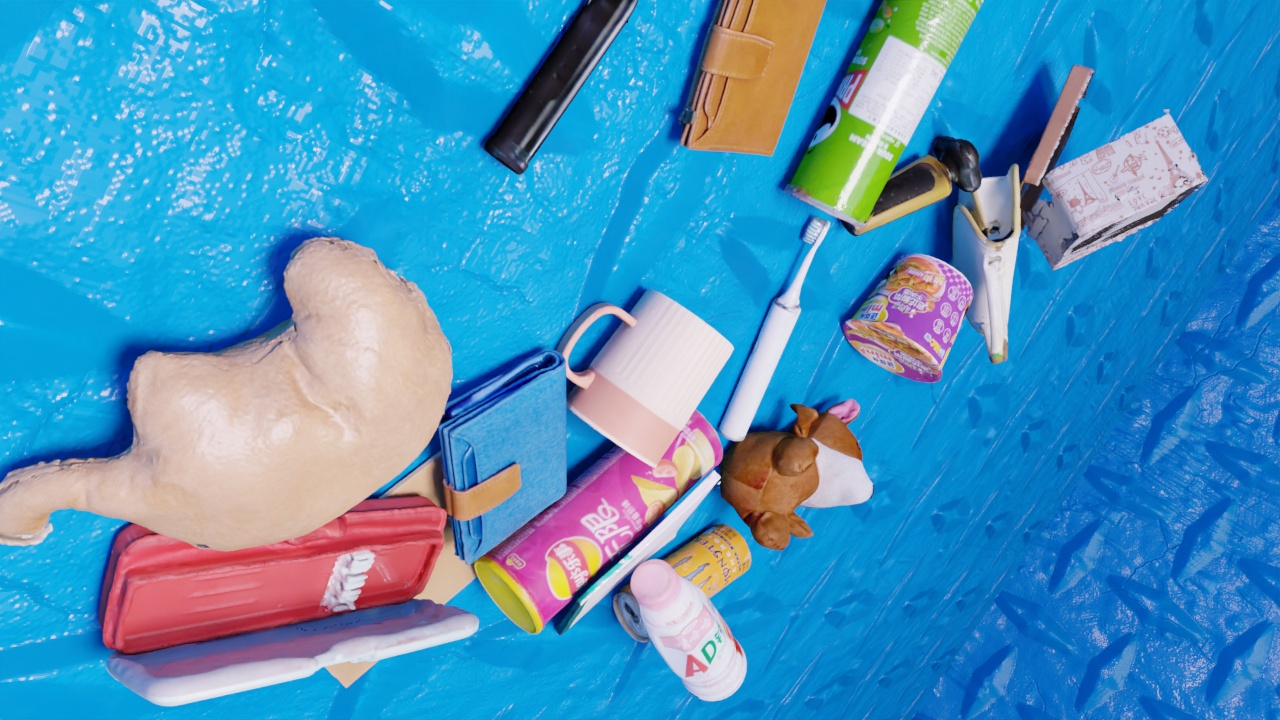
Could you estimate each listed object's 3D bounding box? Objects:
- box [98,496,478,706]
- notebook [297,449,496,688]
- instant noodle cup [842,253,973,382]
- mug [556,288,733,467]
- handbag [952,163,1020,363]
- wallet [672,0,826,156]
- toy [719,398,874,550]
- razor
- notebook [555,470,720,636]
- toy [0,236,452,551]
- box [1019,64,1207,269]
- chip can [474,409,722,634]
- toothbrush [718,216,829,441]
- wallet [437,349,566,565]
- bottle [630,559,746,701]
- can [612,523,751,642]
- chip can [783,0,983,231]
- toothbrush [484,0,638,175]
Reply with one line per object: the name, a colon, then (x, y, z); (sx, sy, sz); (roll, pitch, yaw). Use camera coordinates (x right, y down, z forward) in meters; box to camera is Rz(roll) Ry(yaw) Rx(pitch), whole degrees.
box: (-0.189, 0.145, 0.529); (0.201, 0.099, 0.095); (3, 115, -48)
notebook: (-0.153, 0.132, 0.656); (0.207, 0.008, 0.148); (-39, 144, -21)
instant noodle cup: (0.278, -0.046, 0.933); (0.099, 0.112, 0.111); (-55, 147, -10)
mug: (-0.004, 0.004, 0.667); (0.114, 0.082, 0.106); (36, 89, -27)
handbag: (0.356, -0.091, 0.946); (0.163, 0.063, 0.178); (65, 28, -52)
wallet: (0.072, -0.203, 0.609); (0.118, 0.035, 0.131); (-16, 131, -50)
toy: (0.173, 0.111, 0.938); (0.199, 0.130, 0.140); (-10, 122, -58)
razor: (0.246, -0.158, 0.838); (0.167, 0.062, 0.068); (-28, 171, -25)
notebook: (-0.007, 0.173, 0.787); (0.150, 0.012, 0.209); (-39, 168, -21)
toy: (-0.197, 0.039, 0.462); (0.225, 0.082, 0.143); (-39, 128, -17)
box: (0.460, -0.205, 0.972); (0.151, 0.168, 0.182); (-24, 169, 11)
chip can: (-0.027, 0.118, 0.723); (0.210, 0.071, 0.071); (-38, 144, -28)
toothbrush: (0.122, -0.025, 0.827); (0.026, 0.026, 0.221); (-74, -176, -67)
wallet: (-0.092, 0.067, 0.631); (0.106, 0.040, 0.133); (-33, 141, -36)
bottle: (0.042, 0.246, 0.841); (0.068, 0.068, 0.197); (-44, 137, -14)
can: (0.044, 0.222, 0.928); (0.145, 0.058, 0.058); (-27, 138, -34)
chip can: (0.196, -0.220, 0.701); (0.072, 0.072, 0.236); (7, 114, -52)
toothbrush: (-0.015, -0.197, 0.511); (0.027, 0.026, 0.212); (35, 91, -44)
